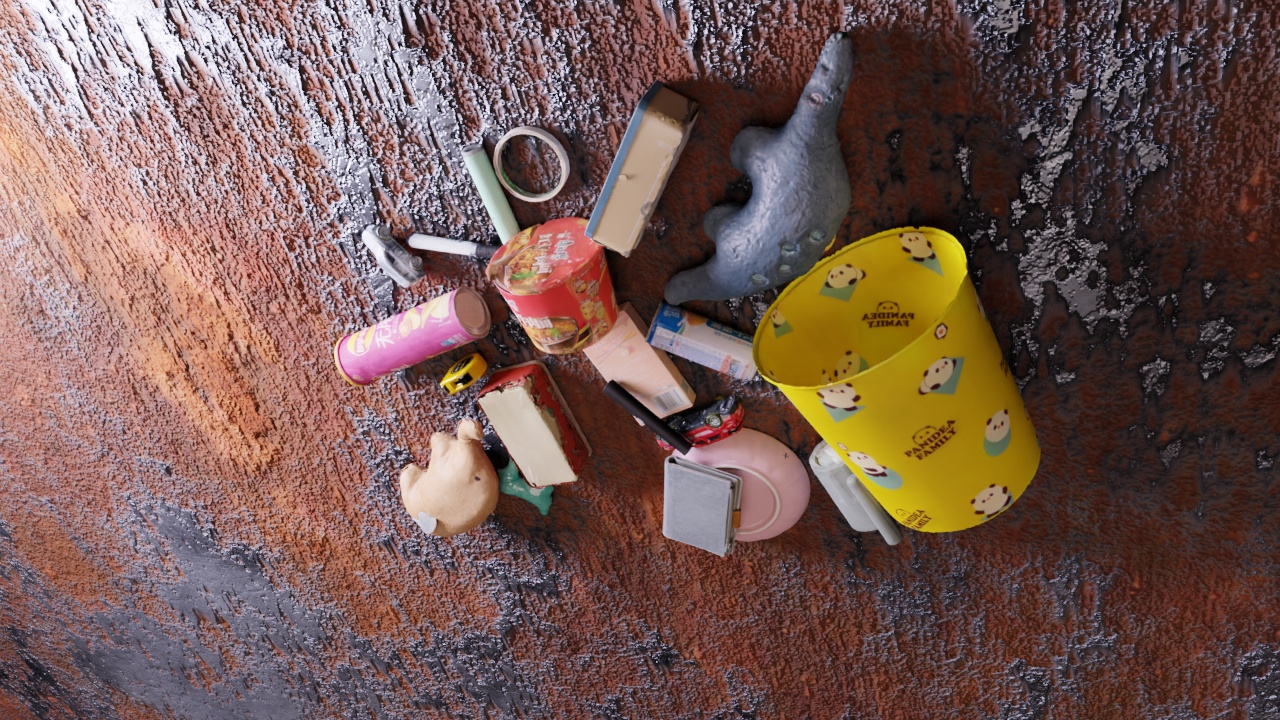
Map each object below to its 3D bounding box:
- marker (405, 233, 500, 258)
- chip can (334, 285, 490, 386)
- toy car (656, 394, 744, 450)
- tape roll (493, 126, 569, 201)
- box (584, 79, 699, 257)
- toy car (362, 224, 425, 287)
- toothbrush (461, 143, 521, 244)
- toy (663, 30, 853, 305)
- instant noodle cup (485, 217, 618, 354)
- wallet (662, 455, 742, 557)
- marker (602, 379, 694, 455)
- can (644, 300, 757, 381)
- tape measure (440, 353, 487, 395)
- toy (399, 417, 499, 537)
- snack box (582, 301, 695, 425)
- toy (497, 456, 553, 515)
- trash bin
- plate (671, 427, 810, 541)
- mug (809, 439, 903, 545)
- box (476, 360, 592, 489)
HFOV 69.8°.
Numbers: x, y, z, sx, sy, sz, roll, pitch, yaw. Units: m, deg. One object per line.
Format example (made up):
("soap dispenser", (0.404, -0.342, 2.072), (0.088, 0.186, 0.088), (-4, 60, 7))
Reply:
("marker", (-0.224, -0.138, 1.108), (0.131, 0.022, 0.018), (10, 100, 20))
("chip can", (-0.295, -0.030, 1.180), (0.211, 0.071, 0.071), (-19, 117, 27))
("toy car", (0.076, 0.083, 1.157), (0.121, 0.052, 0.045), (-20, 112, 30))
("tape roll", (-0.123, -0.220, 1.030), (0.086, 0.013, 0.086), (8, 126, 12))
("box", (0.004, -0.203, 0.958), (0.059, 0.089, 0.185), (25, 125, 0))
("toy car", (-0.306, -0.128, 1.131), (0.090, 0.034, 0.043), (47, 152, -16))
("toothbrush", (-0.153, -0.149, 1.082), (0.027, 0.026, 0.225), (10, 132, 45))
("toy", (0.141, -0.160, 0.954), (0.138, 0.091, 0.357), (45, 129, 19))
("instant noodle cup", (-0.090, -0.082, 1.050), (0.138, 0.137, 0.109), (-5, 131, 20))
("wallet", (0.081, 0.189, 1.191), (0.107, 0.036, 0.130), (15, 127, 20))
("marker", (0.010, 0.070, 1.138), (0.132, 0.020, 0.022), (38, 104, 5))
("can", (0.076, -0.022, 1.083), (0.134, 0.053, 0.053), (21, 127, 2))
("tape measure", (-0.227, 0.017, 1.201), (0.057, 0.059, 0.029), (-25, 114, 24))
("toy", (-0.255, 0.166, 1.298), (0.143, 0.082, 0.227), (43, 124, -1))
("snack box", (-0.007, 0.007, 1.145), (0.085, 0.026, 0.157), (-23, 114, 30))
("toy", (-0.167, 0.176, 1.312), (0.092, 0.030, 0.097), (16, 124, 3))
("trash bin", (0.281, 0.030, 0.963), (0.230, 0.229, 0.255), (-24, 120, 29))
("plate", (0.126, 0.173, 1.214), (0.192, 0.038, 0.193), (8, 126, 12))
("mug", (0.268, 0.151, 1.106), (0.084, 0.123, 0.103), (-34, 108, 10))
("box", (-0.140, 0.092, 1.215), (0.091, 0.076, 0.168), (-13, 120, 25))
